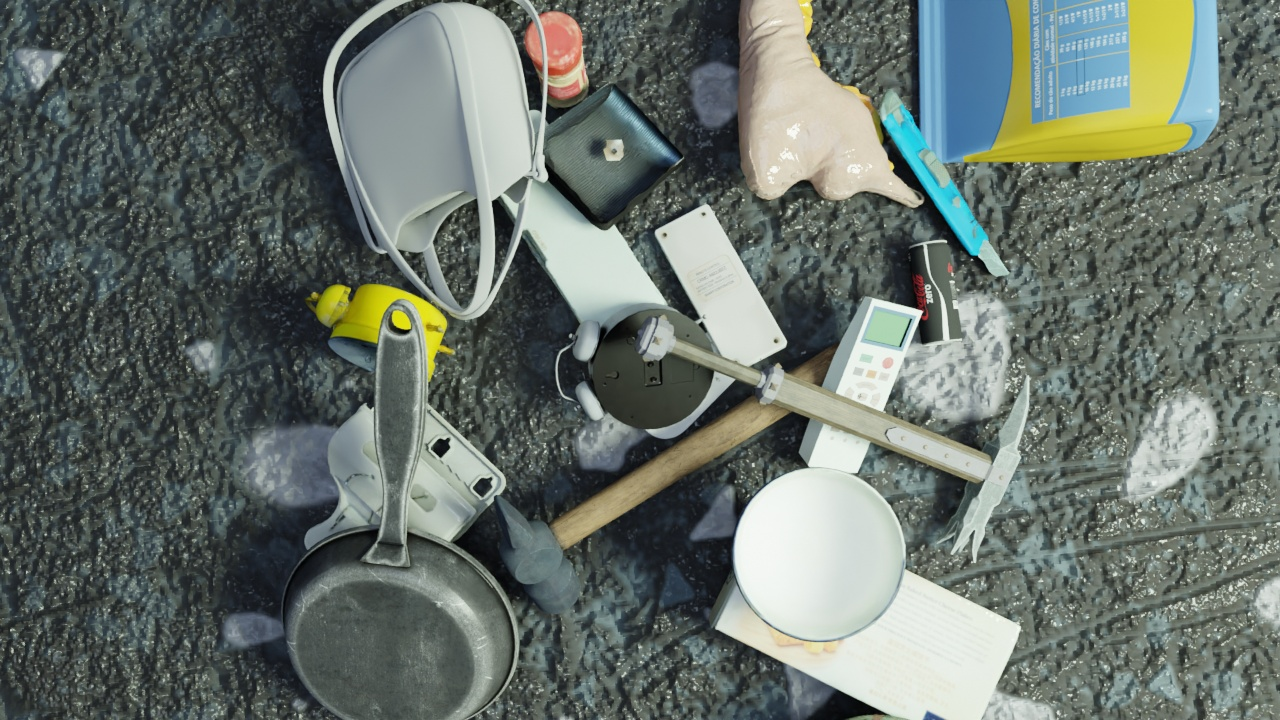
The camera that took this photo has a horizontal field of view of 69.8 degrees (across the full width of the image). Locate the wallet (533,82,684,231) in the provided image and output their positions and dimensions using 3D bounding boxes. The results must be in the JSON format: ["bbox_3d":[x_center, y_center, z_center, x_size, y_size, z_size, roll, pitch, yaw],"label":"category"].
[{"bbox_3d":[-0.027,-0.161,0.727,0.089,0.026,0.114,46,57,-1],"label":"wallet"}]

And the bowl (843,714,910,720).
[{"bbox_3d":[0.185,0.317,0.679,0.157,0.038,0.158,8,120,14],"label":"bowl"}]

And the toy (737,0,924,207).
[{"bbox_3d":[0.138,-0.252,0.742,0.196,0.065,0.264,6,78,-16],"label":"toy"}]

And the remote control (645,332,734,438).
[{"bbox_3d":[0.053,0.009,0.744,0.043,0.013,0.136,44,89,4],"label":"remote control"}]

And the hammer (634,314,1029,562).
[{"bbox_3d":[0.143,0.032,0.676,0.316,0.028,0.147,21,96,-15],"label":"hammer"}]

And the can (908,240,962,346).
[{"bbox_3d":[0.235,-0.053,0.731,0.031,0.031,0.080,-7,86,2],"label":"can"}]

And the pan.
[{"bbox_3d":[-0.180,0.132,0.674,0.187,0.055,0.357,6,111,4],"label":"pan"}]

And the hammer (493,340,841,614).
[{"bbox_3d":[0.037,0.073,0.708,0.321,0.129,0.040,-31,47,-9],"label":"hammer"}]

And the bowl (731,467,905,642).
[{"bbox_3d":[0.122,0.134,0.651,0.118,0.062,0.118,0,85,2],"label":"bowl"}]

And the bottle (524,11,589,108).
[{"bbox_3d":[-0.063,-0.231,0.717,0.044,0.109,0.044,0,88,0],"label":"bottle"}]

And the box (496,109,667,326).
[{"bbox_3d":[-0.056,-0.105,0.741,0.083,0.066,0.199,-36,84,19],"label":"box"}]

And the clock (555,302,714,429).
[{"bbox_3d":[-0.004,0.004,0.703,0.122,0.035,0.094,-6,108,-11],"label":"clock"}]

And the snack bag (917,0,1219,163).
[{"bbox_3d":[0.324,-0.237,0.714,0.205,0.102,0.159,-1,86,23],"label":"snack bag"}]

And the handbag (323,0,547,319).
[{"bbox_3d":[-0.146,-0.142,0.685,0.216,0.095,0.222,-16,85,40],"label":"handbag"}]

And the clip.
[{"bbox_3d":[-0.200,0.107,0.718,0.126,0.097,0.152,43,79,7],"label":"clip"}]

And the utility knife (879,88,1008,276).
[{"bbox_3d":[0.242,-0.137,0.731,0.031,0.015,0.178,-40,100,-22],"label":"utility knife"}]

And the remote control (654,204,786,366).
[{"bbox_3d":[0.064,-0.058,0.739,0.050,0.011,0.135,-28,76,0],"label":"remote control"}]

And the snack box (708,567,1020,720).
[{"bbox_3d":[0.168,0.200,0.705,0.208,0.057,0.104,25,87,4],"label":"snack box"}]

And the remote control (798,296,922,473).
[{"bbox_3d":[0.166,0.021,0.709,0.049,0.024,0.143,10,107,-26],"label":"remote control"}]

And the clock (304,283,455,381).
[{"bbox_3d":[-0.209,-0.023,0.722,0.119,0.083,0.057,16,72,5],"label":"clock"}]
